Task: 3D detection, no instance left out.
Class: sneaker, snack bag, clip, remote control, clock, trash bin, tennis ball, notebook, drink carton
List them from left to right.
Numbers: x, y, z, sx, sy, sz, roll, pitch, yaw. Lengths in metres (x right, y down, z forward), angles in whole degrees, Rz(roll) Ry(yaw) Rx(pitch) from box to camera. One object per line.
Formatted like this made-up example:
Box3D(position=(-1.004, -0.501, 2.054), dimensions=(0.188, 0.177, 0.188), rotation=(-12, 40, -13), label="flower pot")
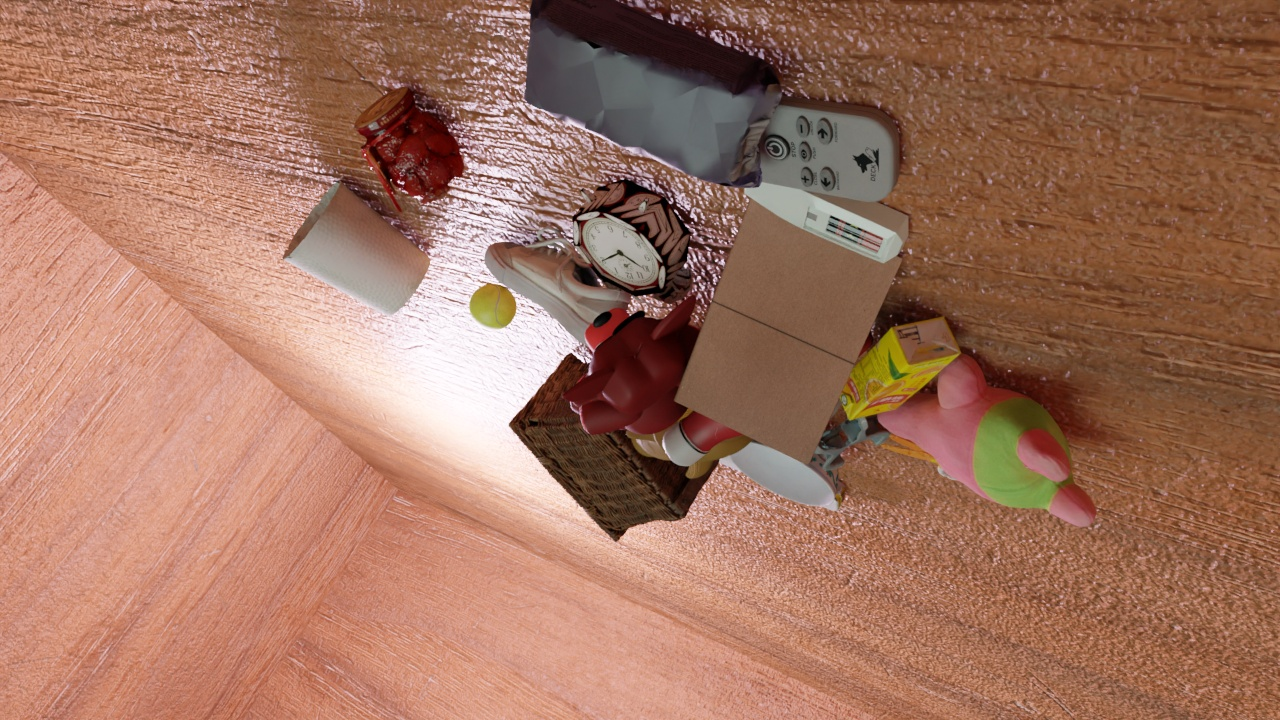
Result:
Box3D(position=(-0.391, -0.149, 1.283), dimensions=(0.161, 0.133, 0.133), rotation=(37, 158, -27), label="trash bin")
Box3D(position=(-0.205, -0.074, 1.274), dimensions=(0.065, 0.065, 0.065), rotation=(27, 158, 11), label="tennis ball")
Box3D(position=(-0.092, -0.102, 1.070), dimensions=(0.089, 0.091, 0.242), rotation=(12, -161, -47), label="sneaker")
Box3D(position=(0.000, -0.112, 0.920), dimensions=(0.115, 0.064, 0.155), rotation=(16, 146, 33), label="clock")
Box3D(position=(0.003, -0.202, 0.689), dimensions=(0.205, 0.058, 0.097), rotation=(26, 141, 11), label="snack bag")
Box3D(position=(0.127, -0.024, 0.830), dimensions=(0.141, 0.209, 0.008), rotation=(25, -157, 14), label="notebook")
Box3D(position=(0.122, -0.163, 0.700), dimensions=(0.151, 0.019, 0.074), rotation=(18, 143, 30), label="remote control")
Box3D(position=(0.150, -0.123, 0.760), dimensions=(0.143, 0.024, 0.050), rotation=(26, 158, 13), label="remote control")
Box3D(position=(0.206, 0.098, 1.003), dimensions=(0.028, 0.127, 0.167), rotation=(62, -165, 21), label="clip")
Box3D(position=(0.237, 0.009, 0.863), dimensions=(0.135, 0.058, 0.043), rotation=(113, 142, -63), label="drink carton")

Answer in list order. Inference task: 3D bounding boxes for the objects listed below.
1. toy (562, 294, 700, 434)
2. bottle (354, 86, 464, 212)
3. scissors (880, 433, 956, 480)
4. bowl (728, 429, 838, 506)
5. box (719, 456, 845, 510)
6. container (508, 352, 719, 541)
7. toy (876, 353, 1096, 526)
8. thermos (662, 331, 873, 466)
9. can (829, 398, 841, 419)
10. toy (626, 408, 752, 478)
Box3D(position=(-0.005, 0.005, 0.931), dimensions=(0.120, 0.158, 0.197), rotation=(54, 177, 15), label="toy")
Box3D(position=(-0.248, -0.221, 0.977), dimensions=(0.099, 0.098, 0.111), rotation=(7, 143, 46), label="bottle")
Box3D(position=(0.328, 0.111, 1.029), dimensions=(0.133, 0.012, 0.097), rotation=(13, 156, 17), label="scissors")
Box3D(position=(0.190, 0.112, 1.148), dimensions=(0.144, 0.074, 0.144), rotation=(27, 158, 11), label="bowl")
Box3D(position=(0.190, 0.155, 1.304), dimensions=(0.209, 0.033, 0.064), rotation=(23, 157, 23), label="box")
Box3D(position=(-0.020, 0.116, 1.293), dimensions=(0.184, 0.161, 0.250), rotation=(-15, 120, 50), label="container")
Box3D(position=(0.324, 0.075, 0.884), dimensions=(0.237, 0.096, 0.192), rotation=(25, 154, 56), label="toy")
Box3D(position=(0.114, 0.026, 0.897), dimensions=(0.073, 0.073, 0.240), rotation=(39, 118, -19), label="thermos")
Box3D(position=(0.142, 0.011, 0.976), dimensions=(0.140, 0.087, 0.088), rotation=(35, 158, -9), label="can")
Box3D(position=(0.058, 0.061, 1.086), dimensions=(0.204, 0.162, 0.198), rotation=(5, 117, 65), label="toy")
